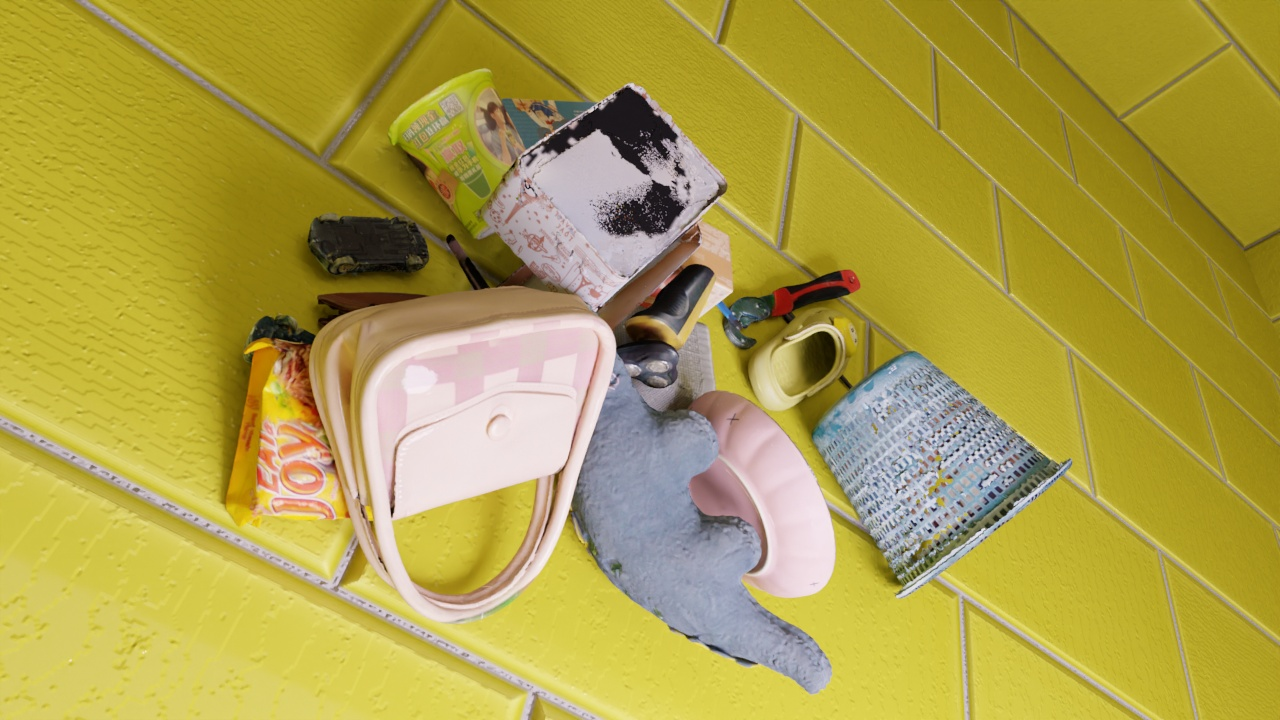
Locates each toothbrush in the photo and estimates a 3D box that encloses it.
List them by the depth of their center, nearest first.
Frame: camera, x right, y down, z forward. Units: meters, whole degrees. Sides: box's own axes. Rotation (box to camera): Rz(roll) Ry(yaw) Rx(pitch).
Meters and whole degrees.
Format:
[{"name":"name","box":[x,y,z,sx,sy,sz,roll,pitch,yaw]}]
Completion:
[{"name":"toothbrush","box":[-0.131,-0.059,0.773,0.016,0.014,0.189,30,16,-45]},{"name":"toothbrush","box":[0.053,-0.109,1.024,0.189,0.016,0.014,51,47,5]},{"name":"toothbrush","box":[0.223,-0.009,1.119,0.181,0.018,0.015,47,48,-3]}]

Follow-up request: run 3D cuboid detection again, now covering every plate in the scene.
[{"name":"plate","box":[0.084,0.120,0.781,0.039,0.193,0.192,-25,79,-26]}]

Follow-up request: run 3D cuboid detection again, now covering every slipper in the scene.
[{"name":"slipper","box":[0.198,-0.003,1.034,0.190,0.082,0.091,-29,101,-44]}]

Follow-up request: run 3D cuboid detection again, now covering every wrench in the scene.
[{"name":"wrench","box":[0.189,-0.073,1.114,0.272,0.016,0.056,-23,80,-42]}]

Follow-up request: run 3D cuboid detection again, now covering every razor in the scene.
[{"name":"razor","box":[0.029,-0.035,0.807,0.067,0.062,0.167,66,33,-24]}]

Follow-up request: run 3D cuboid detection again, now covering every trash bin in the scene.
[{"name":"trash bin","box":[0.299,0.106,0.977,0.226,0.227,0.195,-17,62,-47]}]

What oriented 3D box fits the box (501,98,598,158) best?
[{"name":"box","box":[-0.079,-0.220,0.957,0.183,0.061,0.089,-18,76,-46]}]

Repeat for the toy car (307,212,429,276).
[{"name":"toy car","box":[-0.225,-0.094,0.756,0.105,0.031,0.049,-6,66,-46]}]

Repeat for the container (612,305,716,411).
[{"name":"container","box":[-0.005,0.005,0.846,0.114,0.090,0.090,17,51,-30]}]

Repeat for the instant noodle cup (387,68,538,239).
[{"name":"instant noodle cup","box":[-0.150,-0.181,0.836,0.123,0.112,0.111,57,41,-6]}]

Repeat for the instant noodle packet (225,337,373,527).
[{"name":"instant noodle packet","box":[-0.219,0.051,0.629,0.110,0.044,0.128,9,80,-34]}]

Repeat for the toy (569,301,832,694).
[{"name":"toy","box":[0.015,0.122,0.738,0.356,0.138,0.091,60,31,0]}]

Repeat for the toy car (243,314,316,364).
[{"name":"toy car","box":[-0.244,0.002,0.669,0.090,0.034,0.042,30,44,-33]}]

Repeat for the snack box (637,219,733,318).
[{"name":"snack box","box":[0.029,-0.093,0.939,0.092,0.095,0.076,23,48,-29]}]

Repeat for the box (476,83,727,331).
[{"name":"box","box":[-0.043,-0.110,0.811,0.153,0.178,0.181,49,50,-4]}]

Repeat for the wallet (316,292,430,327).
[{"name":"wallet","box":[-0.173,-0.034,0.701,0.101,0.125,0.032,-8,104,-43]}]

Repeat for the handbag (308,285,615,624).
[{"name":"handbag","box":[-0.117,0.070,0.637,0.192,0.093,0.234,-11,110,-40]}]
